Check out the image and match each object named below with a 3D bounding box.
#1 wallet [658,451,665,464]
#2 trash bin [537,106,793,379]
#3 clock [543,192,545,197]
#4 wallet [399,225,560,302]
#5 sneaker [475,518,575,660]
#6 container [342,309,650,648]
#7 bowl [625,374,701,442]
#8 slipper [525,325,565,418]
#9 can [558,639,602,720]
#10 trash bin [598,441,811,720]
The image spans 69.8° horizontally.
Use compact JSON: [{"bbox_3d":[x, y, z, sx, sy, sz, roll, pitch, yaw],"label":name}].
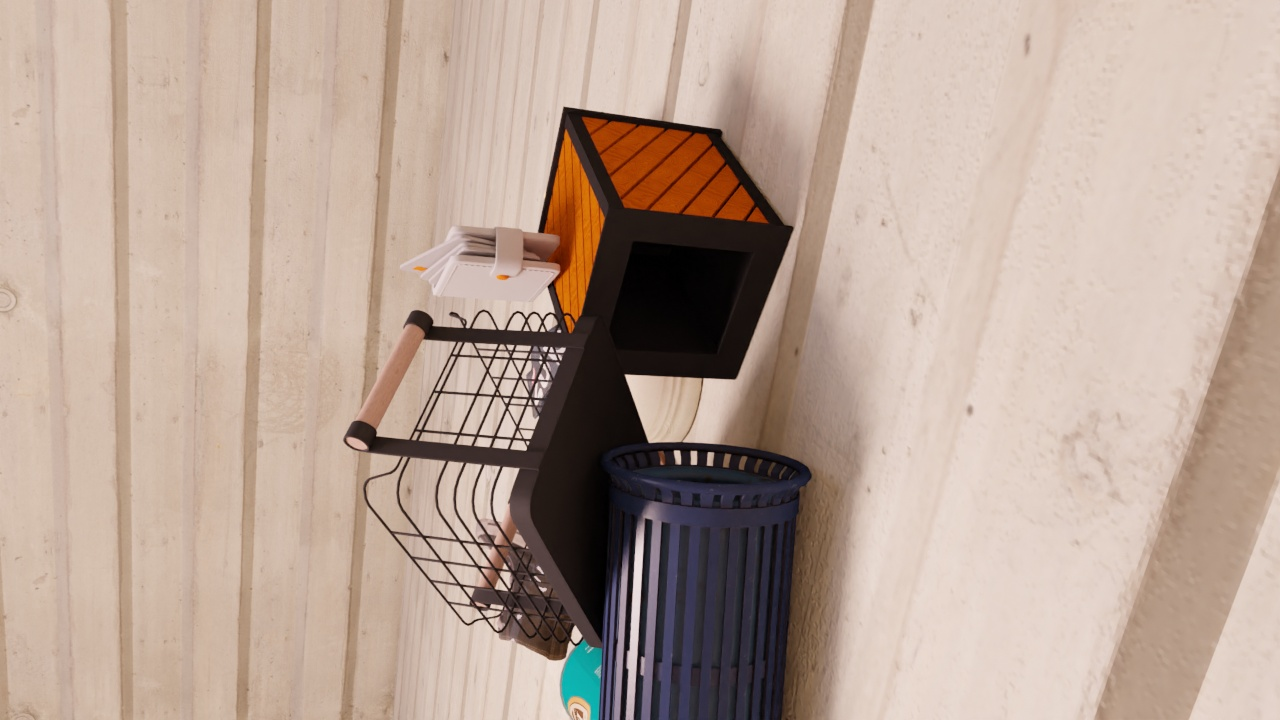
[{"bbox_3d":[0.005,0.139,0.898,0.087,0.013,0.121,-133,47,-63],"label":"wallet"},{"bbox_3d":[0.007,-0.095,0.740,0.171,0.139,0.140,-112,31,-49],"label":"trash bin"},{"bbox_3d":[-0.031,-0.133,0.873,0.043,0.129,0.099,-68,20,0],"label":"clock"},{"bbox_3d":[-0.133,-0.077,0.744,0.119,0.115,0.037,150,121,-67],"label":"wallet"},{"bbox_3d":[-0.139,0.262,1.086,0.235,0.095,0.119,12,79,49],"label":"sneaker"},{"bbox_3d":[-0.086,0.087,0.664,0.242,0.130,0.162,72,-152,-47],"label":"container"},{"bbox_3d":[-0.005,0.005,0.857,0.151,0.075,0.150,-177,90,-70],"label":"bowl"},{"bbox_3d":[-0.092,-0.014,1.049,0.111,0.063,0.263,124,159,-44],"label":"slipper"},{"bbox_3d":[-0.002,0.292,0.771,0.144,0.099,0.099,-177,90,-70],"label":"can"},{"bbox_3d":[0.037,0.191,0.626,0.139,0.139,0.249,-161,73,-70],"label":"trash bin"}]
